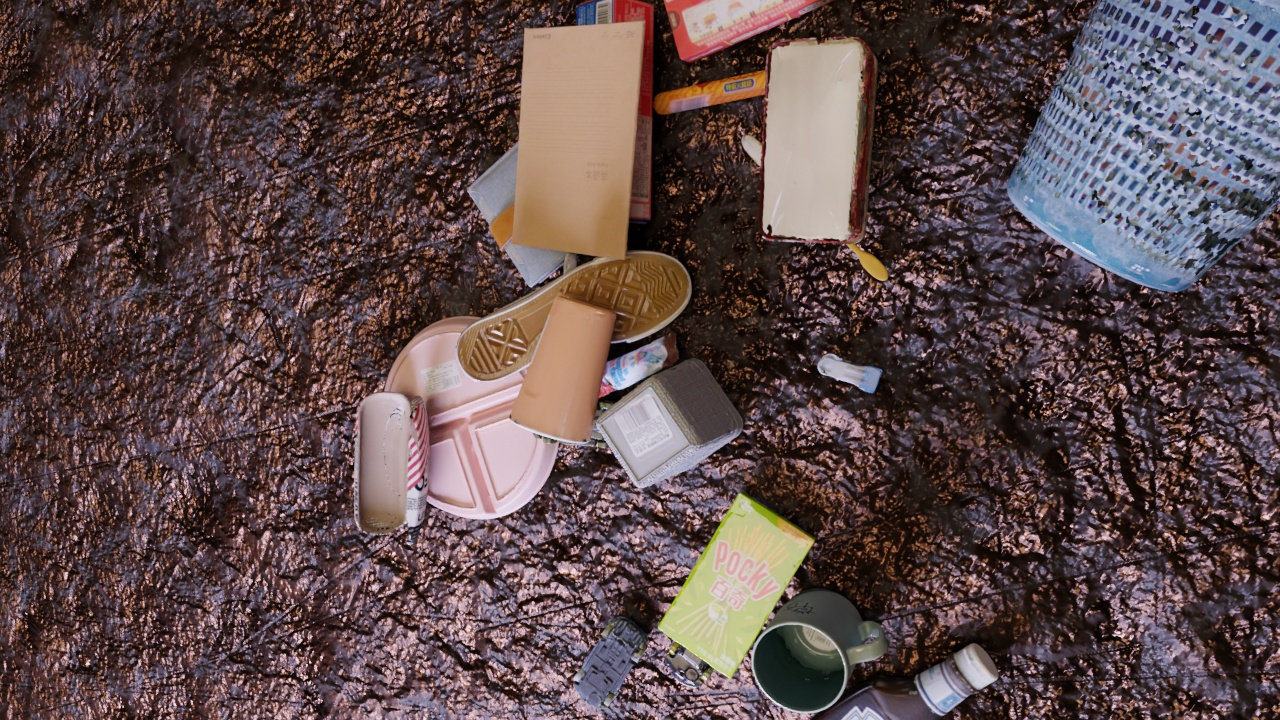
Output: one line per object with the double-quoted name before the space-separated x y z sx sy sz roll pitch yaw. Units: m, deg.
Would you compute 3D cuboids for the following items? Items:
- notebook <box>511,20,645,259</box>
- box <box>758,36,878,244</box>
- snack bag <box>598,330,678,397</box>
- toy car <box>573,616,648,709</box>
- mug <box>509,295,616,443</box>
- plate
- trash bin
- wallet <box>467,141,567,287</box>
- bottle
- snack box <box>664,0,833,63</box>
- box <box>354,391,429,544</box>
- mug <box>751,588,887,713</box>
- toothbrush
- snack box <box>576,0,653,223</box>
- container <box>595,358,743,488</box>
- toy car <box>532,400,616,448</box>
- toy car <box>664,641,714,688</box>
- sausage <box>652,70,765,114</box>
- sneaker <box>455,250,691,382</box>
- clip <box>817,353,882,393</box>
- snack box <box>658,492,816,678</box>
"notebook" -0.062 -0.209 0.870 0.150 0.012 0.211 13 103 38
"box" 0.152 -0.185 0.783 0.091 0.078 0.168 6 100 22
"snack bag" -0.005 0.005 0.920 0.105 0.045 0.026 -25 129 25
"toy car" -0.031 0.318 0.966 0.049 0.031 0.106 36 107 17
"mug" -0.067 0.006 0.844 0.078 0.078 0.123 18 95 21
"plate" -0.195 0.066 1.014 0.230 0.028 0.229 3 97 24
"trash bin" 0.377 -0.167 0.648 0.226 0.225 0.196 37 121 16
"wallet" -0.113 -0.155 0.949 0.107 0.037 0.129 -35 81 22
"bottle" 0.237 0.325 0.842 0.195 0.044 0.080 -43 79 21
"snack box" 0.098 -0.338 0.840 0.153 0.025 0.075 -17 90 25
"box" -0.272 0.117 0.997 0.087 0.076 0.162 1 100 -3
"mug" 0.168 0.255 0.829 0.112 0.106 0.082 -16 88 25
"toothbrush" 0.159 -0.142 0.842 0.016 0.018 0.191 -47 74 19
"snack box" -0.026 -0.235 0.881 0.057 0.058 0.207 7 99 45
"container" 0.026 0.060 0.867 0.090 0.114 0.090 -38 80 23
"toy car" -0.062 0.062 0.947 0.105 0.032 0.048 3 97 10
"toy car" 0.066 0.276 0.916 0.049 0.031 0.106 34 97 19
"sausage" 0.084 -0.253 0.858 0.165 0.021 0.021 -5 94 24
"sneaker" -0.067 -0.046 0.915 0.241 0.087 0.118 -22 99 3
"clip" 0.191 0.011 0.842 0.058 0.035 0.025 19 105 17
"snack box" 0.093 0.214 0.883 0.086 0.026 0.156 32 93 17
